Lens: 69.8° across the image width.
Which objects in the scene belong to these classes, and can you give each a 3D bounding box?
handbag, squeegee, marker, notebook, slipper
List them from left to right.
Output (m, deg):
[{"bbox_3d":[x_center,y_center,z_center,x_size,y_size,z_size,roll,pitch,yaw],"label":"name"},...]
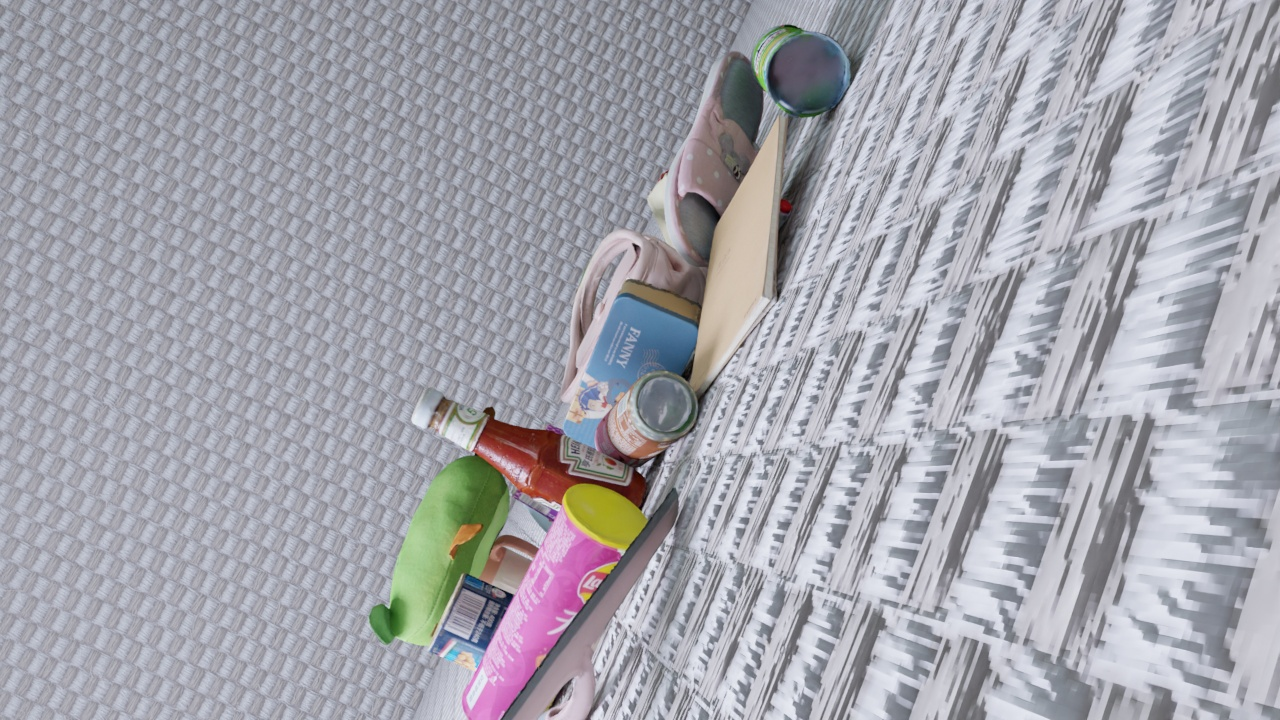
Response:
[{"bbox_3d":[-0.058,0.238,0.623,0.246,0.040,0.250,-48,-12,-42],"label":"squeegee"},{"bbox_3d":[-0.024,-0.060,1.015,0.194,0.093,0.234,-60,26,19],"label":"handbag"},{"bbox_3d":[0.090,-0.212,0.937,0.055,0.114,0.273,-10,50,39],"label":"slipper"},{"bbox_3d":[0.081,-0.083,0.761,0.150,0.012,0.211,121,165,-50],"label":"notebook"},{"bbox_3d":[0.091,-0.086,0.793,0.146,0.017,0.017,-57,9,50],"label":"marker"}]

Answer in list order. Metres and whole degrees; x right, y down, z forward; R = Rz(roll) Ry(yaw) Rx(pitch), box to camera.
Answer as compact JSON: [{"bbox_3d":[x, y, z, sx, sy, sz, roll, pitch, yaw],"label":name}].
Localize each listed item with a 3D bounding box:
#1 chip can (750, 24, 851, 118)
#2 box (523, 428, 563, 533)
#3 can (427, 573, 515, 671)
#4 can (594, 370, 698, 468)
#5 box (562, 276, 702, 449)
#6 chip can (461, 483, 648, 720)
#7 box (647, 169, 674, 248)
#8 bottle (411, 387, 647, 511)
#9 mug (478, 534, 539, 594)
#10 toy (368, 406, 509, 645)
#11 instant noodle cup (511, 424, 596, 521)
[{"bbox_3d":[0.145,-0.276,0.861,0.072,0.072,0.235,-62,7,20],"label":"chip can"},{"bbox_3d":[-0.054,0.108,1.083,0.201,0.098,0.118,-57,-29,4],"label":"box"},{"bbox_3d":[-0.126,0.246,0.823,0.075,0.111,0.075,-63,6,11],"label":"can"},{"bbox_3d":[0.002,0.054,0.779,0.057,0.058,0.147,-66,6,-21],"label":"can"},{"bbox_3d":[-0.005,0.005,0.871,0.060,0.090,0.185,-72,3,-58],"label":"box"},{"bbox_3d":[-0.068,0.200,0.715,0.211,0.071,0.071,-62,6,20],"label":"chip can"},{"bbox_3d":[0.050,-0.176,1.064,0.076,0.091,0.168,-24,3,-6],"label":"box"},{"bbox_3d":[-0.095,0.082,0.783,0.060,0.206,0.059,-62,5,10],"label":"bottle"},{"bbox_3d":[-0.143,0.242,1.010,0.115,0.106,0.081,-61,7,29],"label":"mug"},{"bbox_3d":[-0.190,0.176,0.935,0.227,0.090,0.246,135,157,-66],"label":"toy"},{"bbox_3d":[-0.075,0.124,0.964,0.111,0.099,0.111,-62,5,8],"label":"instant noodle cup"}]
